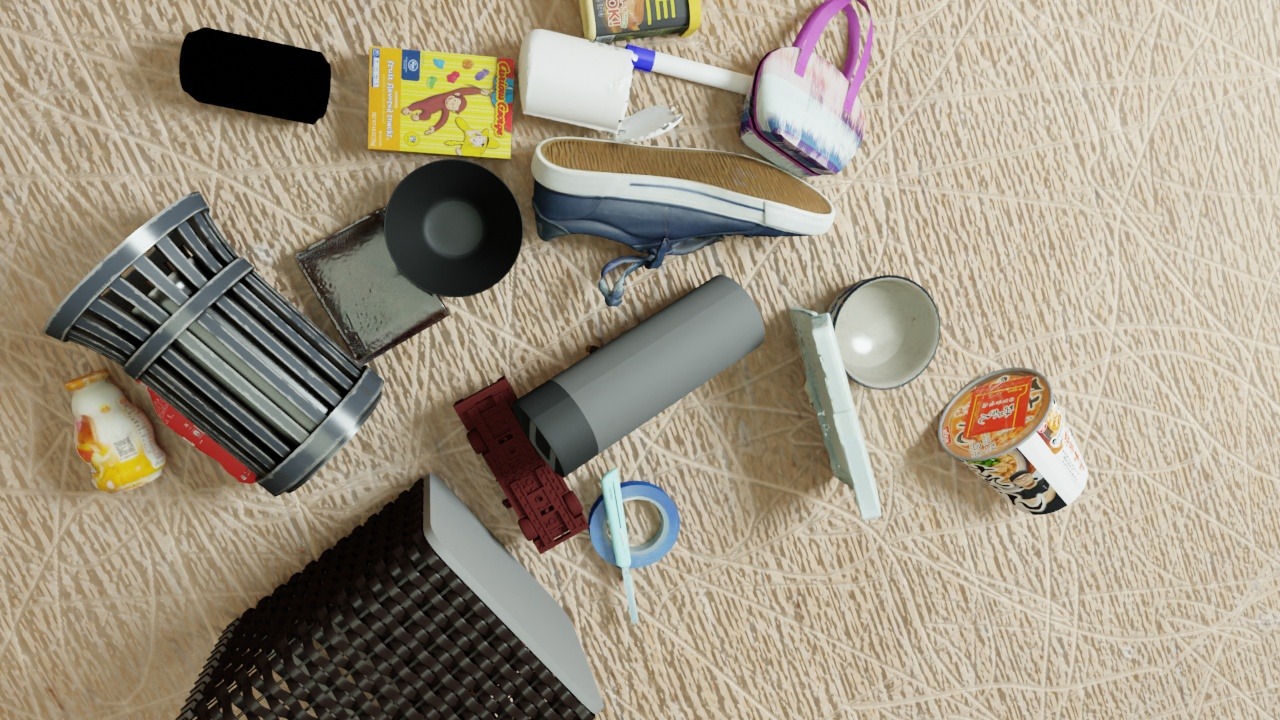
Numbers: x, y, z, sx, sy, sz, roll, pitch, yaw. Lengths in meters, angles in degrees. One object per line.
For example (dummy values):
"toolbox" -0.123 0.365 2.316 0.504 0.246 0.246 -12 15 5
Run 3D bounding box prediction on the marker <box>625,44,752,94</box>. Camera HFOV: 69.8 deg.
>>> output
"marker" 0.053 -0.279 0.888 0.141 0.020 0.020 11 97 -12

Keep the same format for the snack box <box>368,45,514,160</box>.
"snack box" -0.182 -0.234 0.842 0.125 0.040 0.088 2 99 -11

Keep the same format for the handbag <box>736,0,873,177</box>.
"handbag" 0.174 -0.272 0.889 0.144 0.068 0.170 26 86 -29

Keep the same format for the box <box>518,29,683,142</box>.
"box" -0.035 -0.246 0.847 0.161 0.081 0.092 9 112 -7

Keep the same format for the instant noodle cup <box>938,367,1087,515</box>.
"instant noodle cup" 0.403 0.093 0.971 0.123 0.123 0.122 -45 113 -1

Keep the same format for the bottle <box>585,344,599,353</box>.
"bottle" -0.005 0.005 0.922 0.106 0.025 0.025 21 95 -13

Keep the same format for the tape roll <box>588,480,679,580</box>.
"tape roll" -0.007 0.171 0.954 0.093 0.016 0.091 -44 104 -1

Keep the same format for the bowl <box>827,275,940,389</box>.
"bowl" 0.240 -0.032 0.943 0.115 0.059 0.115 -2 100 -10

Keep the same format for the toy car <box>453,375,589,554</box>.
"toy car" -0.117 0.100 0.899 0.070 0.062 0.170 -29 103 -4

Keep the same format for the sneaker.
"sneaker" 0.038 -0.129 0.883 0.294 0.120 0.127 4 128 -10

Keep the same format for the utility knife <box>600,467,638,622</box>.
"utility knife" -0.020 0.192 0.939 0.022 0.015 0.168 -19 106 -39

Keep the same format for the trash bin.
"trash bin" -0.351 -0.004 0.793 0.164 0.164 0.227 -45 108 -1

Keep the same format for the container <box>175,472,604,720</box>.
"container" -0.209 0.280 0.823 0.243 0.245 0.247 -41 104 -5

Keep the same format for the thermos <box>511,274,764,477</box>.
"thermos" 0.000 0.012 0.862 0.240 0.082 0.082 -33 104 -20

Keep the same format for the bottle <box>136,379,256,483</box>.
"bottle" -0.405 0.059 0.850 0.141 0.042 0.042 43 90 -14

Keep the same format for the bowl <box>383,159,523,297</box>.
"bowl" -0.173 -0.123 0.856 0.124 0.052 0.124 -2 100 -10

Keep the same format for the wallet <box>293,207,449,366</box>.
"wallet" -0.252 -0.070 0.865 0.099 0.031 0.120 -31 101 -7

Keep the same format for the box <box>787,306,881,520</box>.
"box" 0.195 0.046 0.908 0.043 0.136 0.197 -16 102 3

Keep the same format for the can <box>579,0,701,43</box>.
"can" -0.007 -0.361 0.837 0.101 0.072 0.131 -9 101 -6

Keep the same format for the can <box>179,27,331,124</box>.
"can" -0.333 -0.248 0.800 0.114 0.063 0.063 9 98 -12

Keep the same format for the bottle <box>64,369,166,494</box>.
"bottle" -0.477 0.063 0.827 0.063 0.063 0.109 -20 103 -7
